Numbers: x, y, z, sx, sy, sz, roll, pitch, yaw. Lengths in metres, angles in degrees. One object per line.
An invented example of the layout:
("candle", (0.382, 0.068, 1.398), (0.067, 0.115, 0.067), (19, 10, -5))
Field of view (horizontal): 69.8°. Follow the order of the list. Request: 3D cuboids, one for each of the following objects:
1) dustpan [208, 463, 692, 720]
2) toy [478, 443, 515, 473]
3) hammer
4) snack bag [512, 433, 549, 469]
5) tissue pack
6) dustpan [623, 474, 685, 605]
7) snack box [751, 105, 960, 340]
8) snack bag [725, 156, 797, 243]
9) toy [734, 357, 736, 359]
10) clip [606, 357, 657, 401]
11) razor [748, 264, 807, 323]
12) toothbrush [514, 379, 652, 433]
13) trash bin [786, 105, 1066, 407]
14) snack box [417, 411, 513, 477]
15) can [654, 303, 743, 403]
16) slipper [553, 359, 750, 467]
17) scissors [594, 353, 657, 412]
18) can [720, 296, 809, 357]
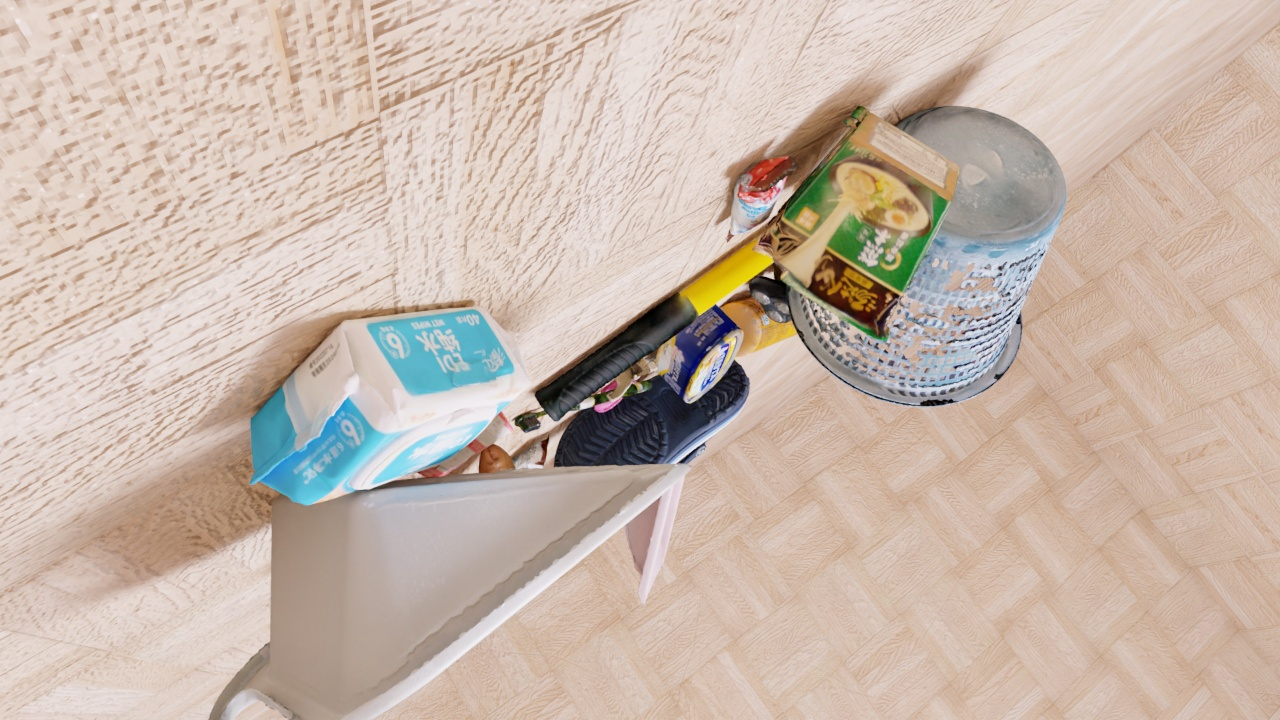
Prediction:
("dustpan", (-0.130, 0.143, 0.573), (0.257, 0.142, 0.223), (1, 173, -37))
("toy", (-0.170, 0.154, 0.787), (0.140, 0.130, 0.199), (-44, -173, 32))
("hammer", (0.040, -0.046, 0.783), (0.300, 0.033, 0.129), (-35, 168, -1))
("snack bag", (-0.130, 0.119, 0.972), (0.104, 0.026, 0.048), (-39, -158, 23))
("tissue pack", (-0.127, 0.023, 0.481), (0.090, 0.063, 0.139), (-39, 169, 26))
("dustpan", (0.049, 0.144, 1.150), (0.139, 0.273, 0.222), (-14, -179, 7))
("snack box", (0.162, -0.102, 0.644), (0.106, 0.117, 0.118), (-60, 176, 37))
("snack bag", (0.080, -0.112, 0.637), (0.045, 0.026, 0.105), (-42, 173, -6))
("toy", (0.094, -0.015, 1.086), (0.096, 0.031, 0.100), (-30, 165, -6))
("clip", (-0.002, 0.002, 0.858), (0.094, 0.035, 0.102), (-41, 172, 34))
("razor", (0.180, -0.091, 0.972), (0.167, 0.062, 0.068), (-33, 138, -42))
("toothbrush", (-0.049, 0.042, 0.886), (0.185, 0.017, 0.012), (-15, 140, -48))
("trash bin", (0.258, -0.103, 0.803), (0.226, 0.226, 0.195), (-32, 156, -20))
("snack box", (-0.138, 0.049, 0.659), (0.075, 0.025, 0.153), (-33, 169, -7))
("can", (0.058, -0.008, 0.920), (0.074, 0.049, 0.148), (-39, 166, -17))
("slipper", (0.009, 0.080, 1.013), (0.252, 0.105, 0.095), (-35, 159, -17))
("scissors", (0.004, 0.009, 0.954), (0.133, 0.017, 0.054), (-38, 161, -5))
("can", (0.135, -0.044, 1.011), (0.058, 0.058, 0.145), (-42, 168, 31))
